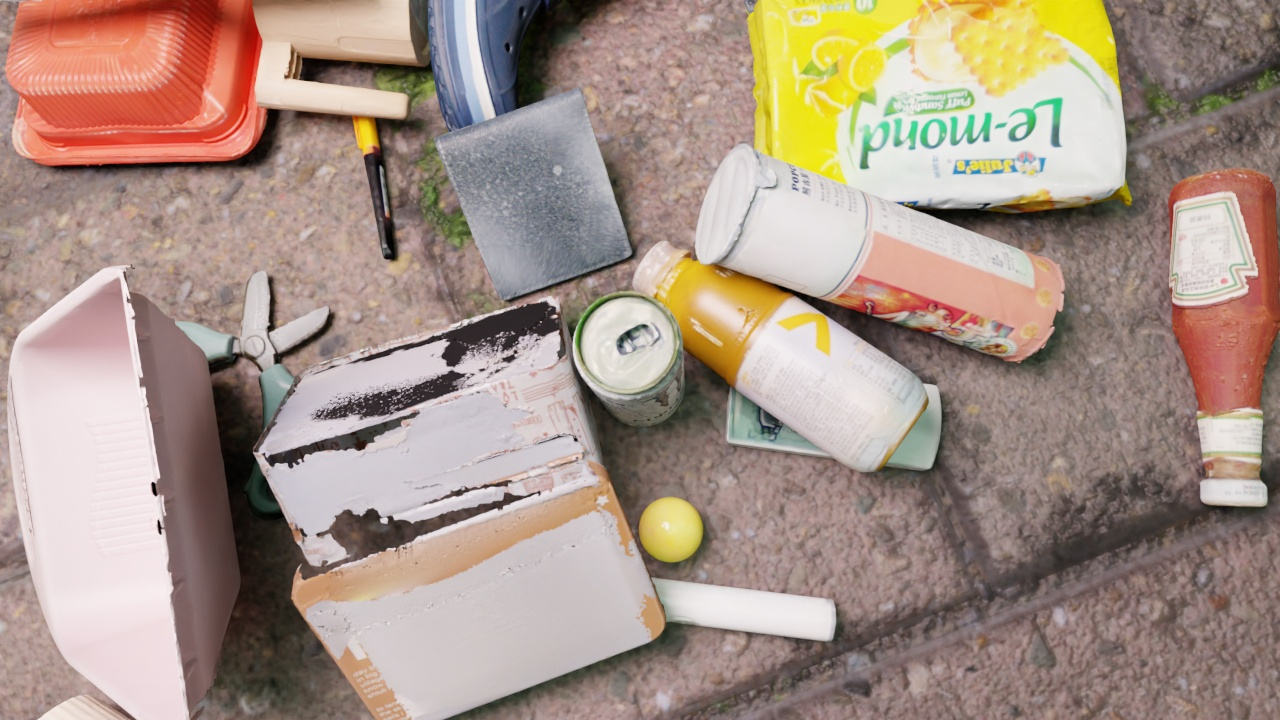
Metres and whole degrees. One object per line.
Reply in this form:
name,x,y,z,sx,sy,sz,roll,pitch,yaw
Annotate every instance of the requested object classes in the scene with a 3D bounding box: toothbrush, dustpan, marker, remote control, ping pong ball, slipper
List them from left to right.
dustpan,-0.309,0.081,0.500,0.138,0.274,0.222,-8,88,-17
marker,-0.185,-0.129,0.637,0.015,0.018,0.123,-13,80,0
slipper,-0.093,-0.263,0.611,0.095,0.105,0.252,-1,89,-6
toothbrush,0.009,0.149,0.572,0.221,0.027,0.026,6,57,4
ping pong ball,0.019,0.105,0.572,0.040,0.040,0.040,-1,79,3
remote control,0.123,0.035,0.591,0.135,0.019,0.056,8,79,4

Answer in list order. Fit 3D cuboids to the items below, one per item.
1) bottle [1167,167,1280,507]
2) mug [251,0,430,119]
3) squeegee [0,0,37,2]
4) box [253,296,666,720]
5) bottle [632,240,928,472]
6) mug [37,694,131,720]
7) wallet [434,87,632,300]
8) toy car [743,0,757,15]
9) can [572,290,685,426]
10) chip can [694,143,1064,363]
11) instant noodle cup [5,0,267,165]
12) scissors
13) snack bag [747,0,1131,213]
bottle,0.364,-0.013,0.569,0.060,0.060,0.206,2,82,3
mug,-0.200,-0.227,0.625,0.103,0.084,0.124,6,82,2
squeegee,-0.296,-0.320,0.609,0.246,0.039,0.246,-3,49,1
box,-0.096,0.090,0.548,0.183,0.156,0.193,-17,114,0
bottle,0.079,-0.008,0.558,0.189,0.068,0.068,35,83,14
mug,-0.319,0.273,0.546,0.106,0.081,0.115,29,112,9
wallet,-0.065,-0.103,0.591,0.097,0.019,0.121,-18,122,0
toy car,0.123,-0.267,0.642,0.105,0.032,0.048,-23,79,10
can,-0.003,0.003,0.538,0.058,0.147,0.058,-1,80,3
chip can,0.144,-0.060,0.545,0.214,0.071,0.071,16,80,-16
instant noodle cup,-0.353,-0.222,0.633,0.189,0.079,0.164,-1,76,7
scissors,-0.287,0.025,0.615,0.178,0.019,0.170,-6,81,3
snack bag,0.188,-0.167,0.601,0.246,0.068,0.158,-2,79,2
